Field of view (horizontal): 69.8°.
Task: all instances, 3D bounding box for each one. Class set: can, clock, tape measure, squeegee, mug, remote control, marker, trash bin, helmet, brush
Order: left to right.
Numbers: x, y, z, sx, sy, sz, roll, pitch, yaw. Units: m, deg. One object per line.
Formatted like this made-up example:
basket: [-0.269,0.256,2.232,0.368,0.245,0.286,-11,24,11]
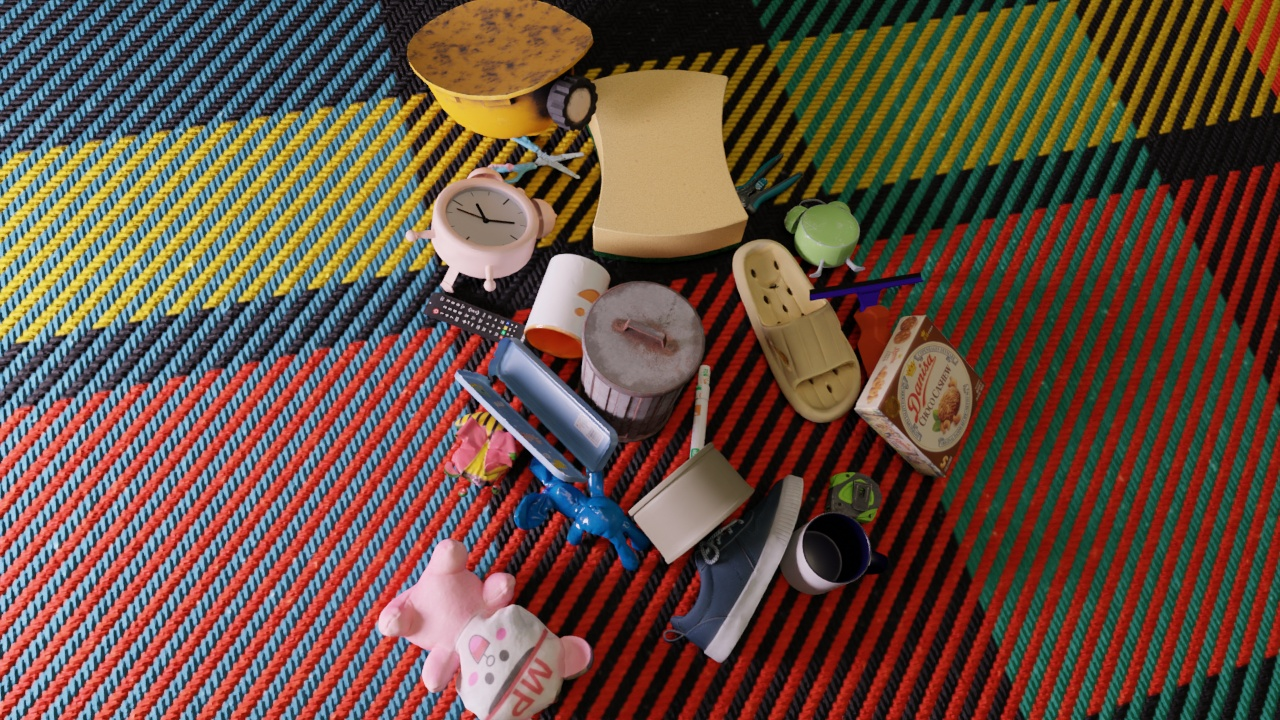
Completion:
remote control: [-0.199,-0.046,1.144,0.147,0.015,0.033,21,68,1]
clock: [-0.197,-0.163,1.165,0.131,0.086,0.160,32,59,6]
helmet: [-0.171,-0.361,1.198,0.255,0.131,0.204,27,61,29]
mug: [-0.089,-0.066,1.129,0.082,0.082,0.105,17,67,0]
trash bin: [-0.006,0.006,1.042,0.131,0.211,0.130,2,69,-6]
brush: [0.028,-0.258,1.212,0.195,0.075,0.249,-4,70,-4]
can: [0.057,0.159,1.033,0.127,0.128,0.073,-38,82,-18]
marker: [0.073,0.075,1.130,0.017,0.017,0.145,8,69,-4]
clock: [0.246,-0.171,1.224,0.094,0.043,0.119,-10,56,-14]
mug: [0.225,0.225,1.047,0.112,0.097,0.078,11,68,-3]
tape measure: [0.258,0.164,1.108,0.065,0.036,0.058,8,68,-4]
squeegee: [0.306,-0.010,1.163,0.249,0.055,0.184,-11,82,-42]

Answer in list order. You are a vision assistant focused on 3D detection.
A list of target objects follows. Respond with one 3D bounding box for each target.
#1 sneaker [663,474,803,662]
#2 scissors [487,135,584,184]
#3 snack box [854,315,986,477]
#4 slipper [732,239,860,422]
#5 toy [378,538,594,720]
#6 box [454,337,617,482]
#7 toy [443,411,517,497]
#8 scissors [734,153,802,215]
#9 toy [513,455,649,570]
sneaker: [0.108,0.225,1.043,0.087,0.089,0.235,28,73,9]
scissors: [-0.145,-0.283,1.246,0.138,0.015,0.119,-10,69,-15]
snack box: [0.346,0.044,1.127,0.147,0.041,0.143,42,68,-24]
slipper: [0.204,-0.052,1.163,0.111,0.079,0.261,-20,72,-17]
toy: [-0.166,0.301,0.980,0.213,0.084,0.141,36,71,9]
box: [-0.126,0.055,1.049,0.210,0.073,0.078,41,26,29]
toy: [-0.186,0.105,1.075,0.084,0.046,0.103,-8,65,4]
scissors: [0.158,-0.236,1.259,0.131,0.019,0.149,5,70,-2]
toy: [-0.070,0.176,1.049,0.176,0.071,0.112,34,58,7]
